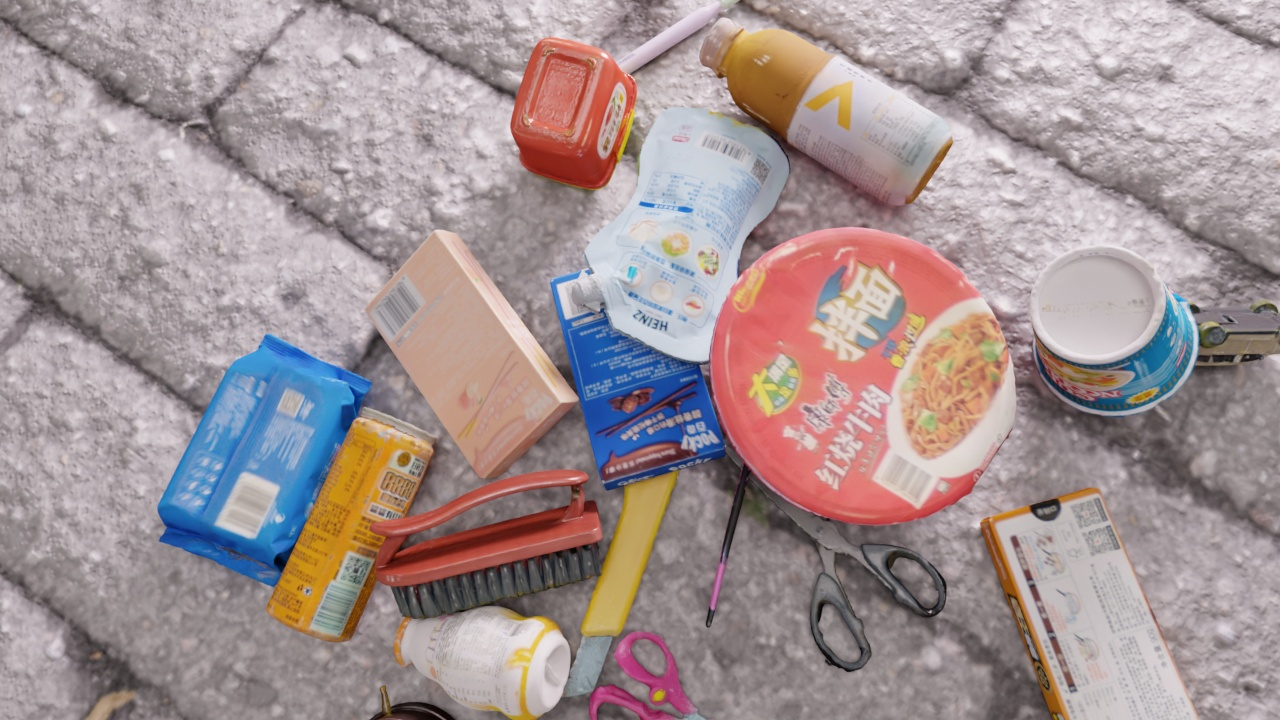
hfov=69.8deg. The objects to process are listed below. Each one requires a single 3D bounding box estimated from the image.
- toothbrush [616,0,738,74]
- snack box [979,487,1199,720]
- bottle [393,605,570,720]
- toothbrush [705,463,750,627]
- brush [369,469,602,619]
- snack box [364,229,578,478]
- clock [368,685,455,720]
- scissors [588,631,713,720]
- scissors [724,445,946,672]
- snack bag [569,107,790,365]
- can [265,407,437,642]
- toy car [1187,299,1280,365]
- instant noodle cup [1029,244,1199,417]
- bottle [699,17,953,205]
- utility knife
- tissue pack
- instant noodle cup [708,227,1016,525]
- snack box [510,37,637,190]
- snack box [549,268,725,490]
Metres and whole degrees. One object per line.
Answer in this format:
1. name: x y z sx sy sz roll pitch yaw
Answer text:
1. toothbrush: 0.033 -0.260 0.712 0.189 0.021 0.029 -35 64 -3
2. snack box: 0.277 0.162 0.571 0.075 0.026 0.153 -16 74 0
3. bottle: -0.101 0.186 0.579 0.108 0.063 0.063 6 75 21
4. toothbrush: 0.069 0.084 0.610 0.018 0.014 0.189 14 73 2
5. brush: -0.098 0.115 0.588 0.146 0.063 0.069 -13 99 -3
6. snack box: -0.119 -0.005 0.635 0.085 0.026 0.157 -43 74 19
7. clock: -0.140 0.265 0.563 0.082 0.055 0.122 -42 77 -7
8. scissors: 0.028 0.238 0.579 0.137 0.017 0.077 39 80 10
9. scissors: 0.125 0.119 0.605 0.170 0.014 0.159 9 72 9
10. snack bag: 0.031 -0.091 0.636 0.110 0.039 0.190 26 64 -3
11. can: -0.190 0.108 0.609 0.058 0.058 0.146 20 77 10
12. toy car: 0.390 -0.017 0.604 0.090 0.042 0.035 -3 119 5
13. instant noodle cup: 0.284 -0.023 0.563 0.099 0.109 0.099 -9 74 31
14. bottle: 0.128 -0.183 0.658 0.189 0.068 0.068 36 80 13
15. utility knife: -0.011 0.130 0.608 0.033 0.015 0.192 17 74 12
16. tissue pack: -0.255 0.066 0.630 0.095 0.052 0.157 20 77 8
17. instant noodle cup: 0.136 0.014 0.595 0.194 0.066 0.193 1 73 -4
18. snack box: -0.052 -0.179 0.659 0.082 0.080 0.091 17 89 10
19. snack box: -0.004 0.004 0.631 0.084 0.026 0.157 -16 67 1
